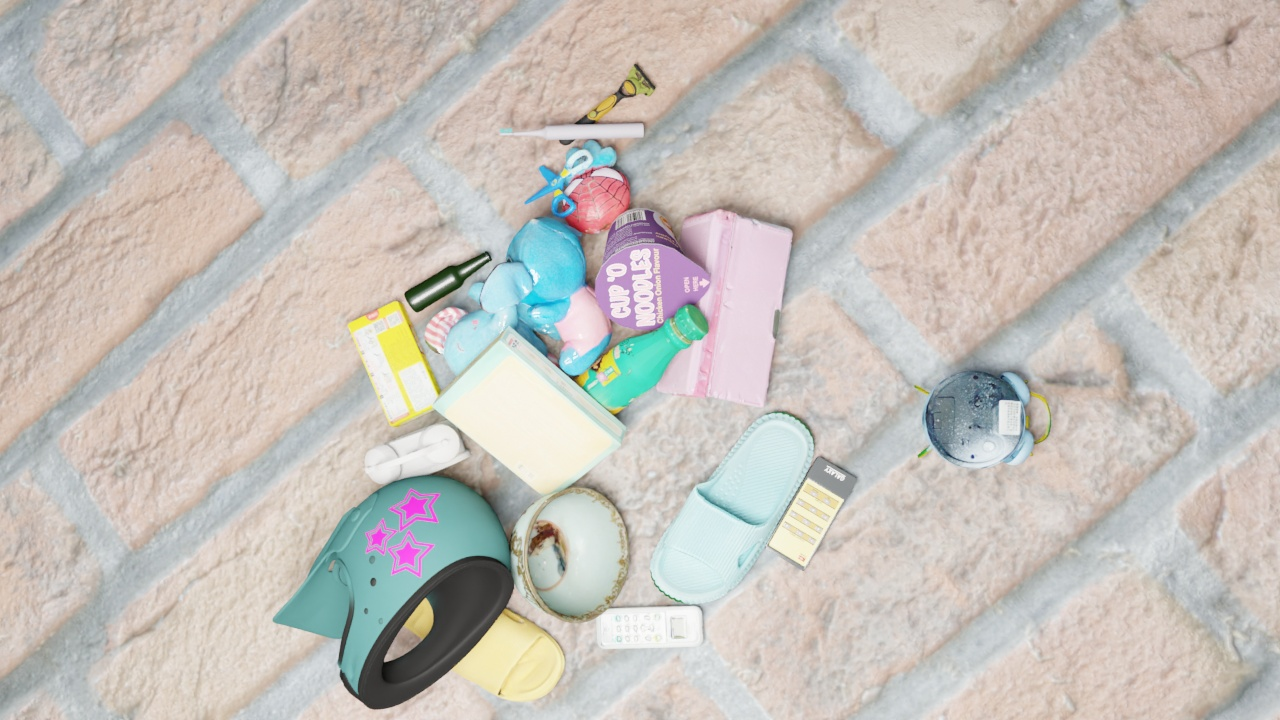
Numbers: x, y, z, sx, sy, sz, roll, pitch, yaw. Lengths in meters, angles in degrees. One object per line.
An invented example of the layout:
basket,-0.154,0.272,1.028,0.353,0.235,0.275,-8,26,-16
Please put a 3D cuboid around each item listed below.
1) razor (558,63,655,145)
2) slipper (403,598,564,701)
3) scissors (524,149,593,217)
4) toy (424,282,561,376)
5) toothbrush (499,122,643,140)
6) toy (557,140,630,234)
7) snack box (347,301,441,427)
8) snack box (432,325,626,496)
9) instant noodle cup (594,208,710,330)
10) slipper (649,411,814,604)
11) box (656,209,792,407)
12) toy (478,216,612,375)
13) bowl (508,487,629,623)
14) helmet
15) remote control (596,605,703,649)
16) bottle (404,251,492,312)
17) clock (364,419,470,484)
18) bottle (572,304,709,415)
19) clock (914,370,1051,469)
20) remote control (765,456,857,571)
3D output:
razor,-0.049,-0.332,1.215,0.144,0.021,0.044,-37,82,4
slipper,-0.221,0.339,1.147,0.263,0.078,0.099,32,89,10
scissors,-0.104,-0.232,1.178,0.123,0.016,0.125,-51,43,9
toy,-0.168,-0.042,1.164,0.183,0.115,0.180,27,76,4
toothbrush,-0.090,-0.298,1.197,0.188,0.018,0.019,-3,107,-5
toy,-0.062,-0.225,1.187,0.092,0.062,0.132,-17,73,4
snack box,-0.322,0.004,1.212,0.075,0.025,0.152,-25,83,3
snack box,-0.135,0.070,1.114,0.193,0.044,0.142,42,121,-13
instant noodle cup,0.011,-0.123,1.128,0.137,0.121,0.122,-6,129,0
slipper,0.117,0.184,1.129,0.116,0.069,0.276,35,89,5
box,0.106,-0.062,1.157,0.115,0.107,0.232,12,84,-27
toy,-0.101,-0.076,1.105,0.099,0.223,0.191,-20,106,23
bowl,-0.103,0.237,1.123,0.094,0.159,0.160,-15,82,46
helmet,-0.284,0.254,1.064,0.275,0.176,0.200,-49,50,-1
remote control,0.012,0.333,1.149,0.133,0.022,0.050,-3,84,6
bottle,-0.252,-0.107,1.210,0.123,0.033,0.033,-31,83,2
clock,-0.272,0.117,1.132,0.120,0.159,0.061,-20,92,4
bottle,-0.007,0.007,1.116,0.210,0.068,0.068,-37,82,27
clock,0.415,0.072,1.109,0.162,0.060,0.118,1,86,6
remote control,0.212,0.191,1.144,0.058,0.013,0.133,30,89,8
